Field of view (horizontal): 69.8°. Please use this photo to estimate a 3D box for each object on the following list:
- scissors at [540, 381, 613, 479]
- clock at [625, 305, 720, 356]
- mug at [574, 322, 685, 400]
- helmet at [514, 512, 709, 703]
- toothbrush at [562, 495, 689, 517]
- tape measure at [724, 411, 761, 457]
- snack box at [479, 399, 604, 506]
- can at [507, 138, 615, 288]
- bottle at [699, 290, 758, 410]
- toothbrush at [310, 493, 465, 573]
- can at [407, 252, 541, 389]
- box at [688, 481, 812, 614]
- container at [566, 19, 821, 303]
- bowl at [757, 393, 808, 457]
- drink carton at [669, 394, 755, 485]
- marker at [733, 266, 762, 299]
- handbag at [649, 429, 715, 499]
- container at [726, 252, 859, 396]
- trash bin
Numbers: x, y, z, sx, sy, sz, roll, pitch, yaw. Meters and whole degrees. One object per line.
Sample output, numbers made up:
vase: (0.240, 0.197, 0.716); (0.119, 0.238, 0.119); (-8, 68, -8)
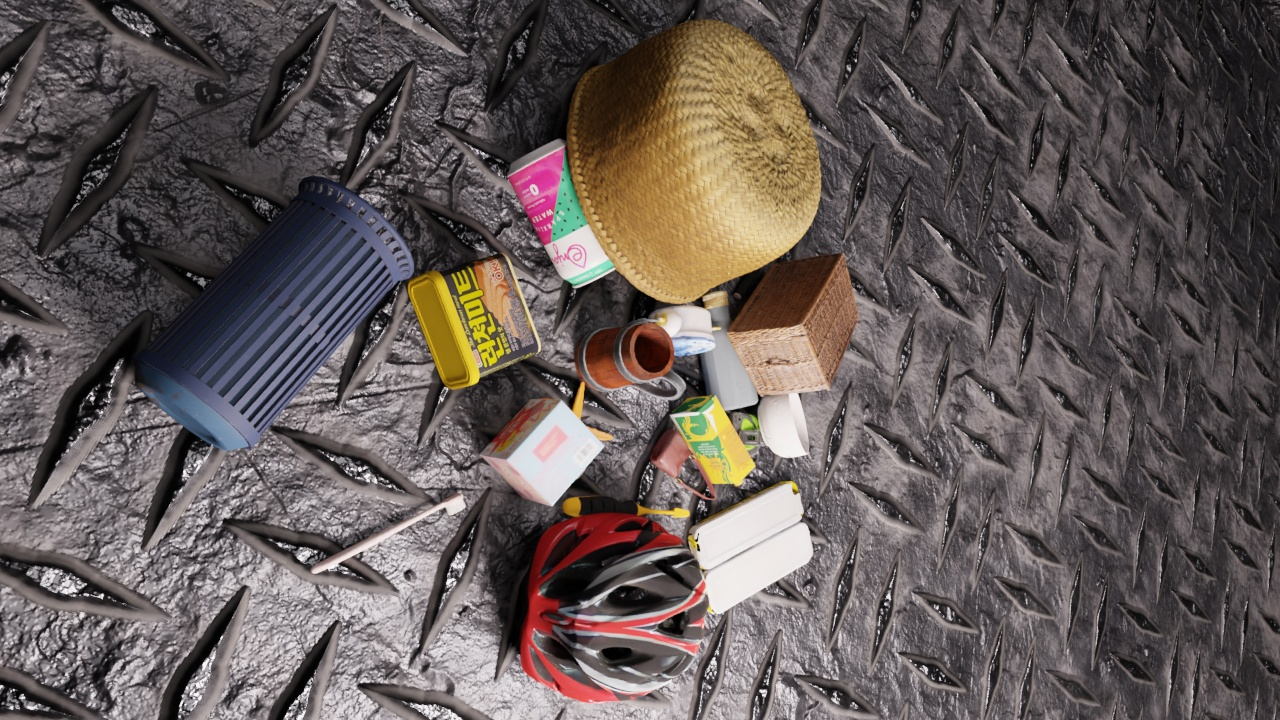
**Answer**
scissors: (-0.086, 0.086, 1.127); (0.125, 0.011, 0.128); (16, 77, -32)
clock: (0.040, -0.038, 1.186); (0.125, 0.089, 0.052); (7, 74, -37)
mug: (-0.007, 0.007, 1.132); (0.117, 0.111, 0.081); (47, 60, -21)
helmet: (-0.020, 0.290, 1.072); (0.271, 0.167, 0.217); (12, 84, -47)
toothbrush: (-0.014, 0.188, 1.155); (0.196, 0.031, 0.031); (10, 67, -37)
tape measure: (0.142, 0.104, 1.272); (0.058, 0.036, 0.065); (3, 81, -36)
snack box: (-0.114, 0.102, 1.046); (0.079, 0.095, 0.092); (49, 68, -18)
can: (-0.088, -0.178, 1.111); (0.088, 0.088, 0.166); (-36, 105, -33)
bottle: (0.115, -0.014, 1.262); (0.072, 0.046, 0.161); (-10, 90, -36)
toothbrush: (-0.267, 0.186, 0.983); (0.180, 0.016, 0.018); (-24, 104, -36)
can: (-0.185, -0.047, 1.037); (0.100, 0.073, 0.131); (-25, 99, -38)
box: (0.157, 0.257, 1.274); (0.209, 0.023, 0.127); (-19, 94, -37)
container: (0.077, -0.241, 1.107); (0.306, 0.197, 0.306); (18, 64, -43)
bowl: (0.198, 0.087, 1.288); (0.104, 0.054, 0.105); (-15, 90, -72)
drink carton: (0.098, 0.109, 1.226); (0.041, 0.058, 0.122); (-39, 106, -33)
marker: (0.169, -0.138, 1.333); (0.017, 0.021, 0.123); (44, 65, -22)
handbag: (0.063, 0.147, 1.220); (0.119, 0.029, 0.055); (48, 62, -27)
container: (0.219, -0.050, 1.266); (0.197, 0.114, 0.113); (-54, 127, -43)
trash bin: (-0.350, -0.042, 0.879); (0.139, 0.140, 0.248); (45, 63, -22)
